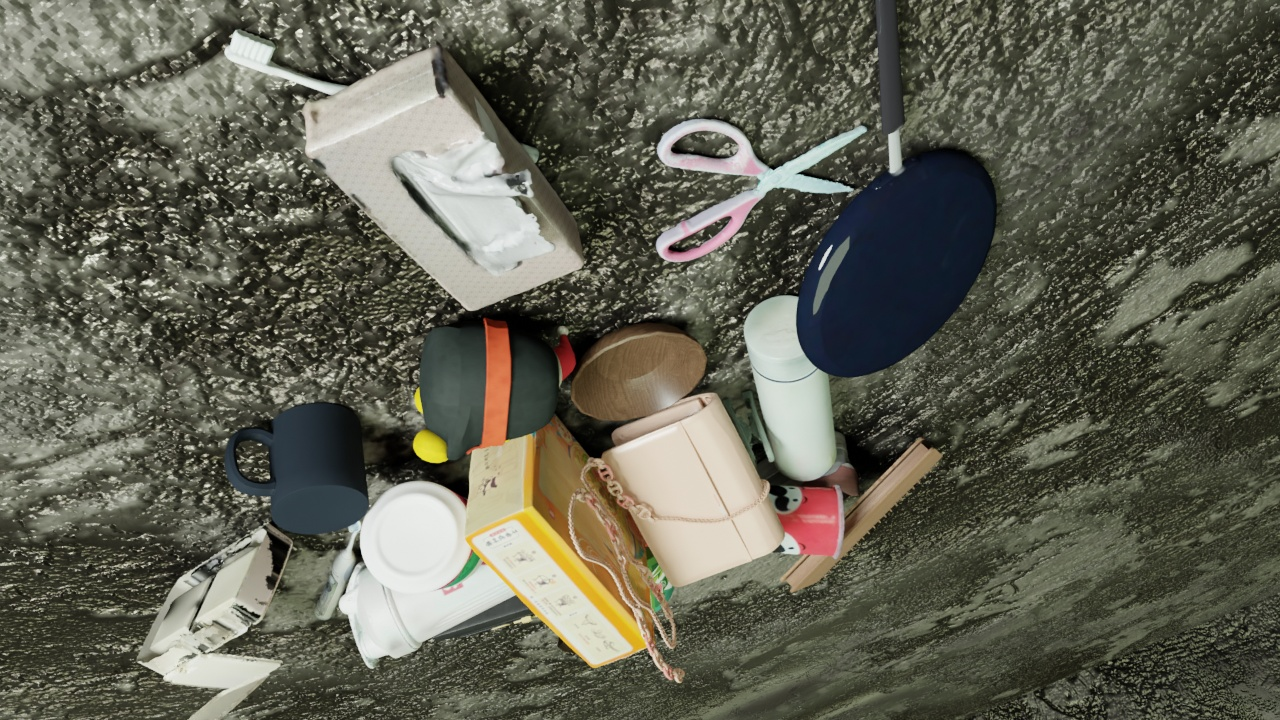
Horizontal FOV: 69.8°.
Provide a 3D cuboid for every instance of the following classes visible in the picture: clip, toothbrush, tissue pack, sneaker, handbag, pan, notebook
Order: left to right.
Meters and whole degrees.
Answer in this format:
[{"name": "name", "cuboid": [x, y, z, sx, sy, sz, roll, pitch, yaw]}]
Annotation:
[{"name": "toothbrush", "cuboid": [-0.296, 0.207, 0.910, 0.024, 0.022, 0.186, -12, 149, -39]}, {"name": "toothbrush", "cuboid": [-0.138, -0.147, 0.525, 0.186, 0.012, 0.017, 12, 130, -36]}, {"name": "tissue pack", "cuboid": [-0.104, -0.095, 0.549, 0.104, 0.071, 0.181, -18, 146, 12]}, {"name": "handbag", "cuboid": [-0.134, 0.272, 1.050, 0.175, 0.072, 0.196, -16, 155, -4]}, {"name": "handbag", "cuboid": [0.047, 0.146, 0.777, 0.117, 0.186, 0.199, -22, 107, 18]}, {"name": "clip", "cuboid": [0.103, 0.065, 0.857, 0.047, 0.076, 0.023, -22, 144, 5]}, {"name": "sneaker", "cuboid": [0.144, 0.175, 1.007, 0.099, 0.089, 0.237, 18, 130, -40]}, {"name": "notebook", "cuboid": [0.251, 0.172, 1.019, 0.210, 0.022, 0.169, -48, 159, 8]}, {"name": "pan", "cuboid": [0.187, -0.119, 0.664, 0.198, 0.021, 0.357, -33, 137, -12]}]

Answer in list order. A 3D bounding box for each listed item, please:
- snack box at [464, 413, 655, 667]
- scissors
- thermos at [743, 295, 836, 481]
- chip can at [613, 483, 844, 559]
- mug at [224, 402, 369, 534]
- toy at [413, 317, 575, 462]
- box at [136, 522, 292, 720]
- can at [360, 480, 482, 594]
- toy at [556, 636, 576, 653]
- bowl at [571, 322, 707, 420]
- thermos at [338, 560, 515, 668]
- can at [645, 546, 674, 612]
[{"name": "snack box", "cuboid": [-0.071, 0.146, 0.783, 0.081, 0.145, 0.195, -26, 124, 13]}, {"name": "scissors", "cuboid": [0.077, -0.132, 0.640, 0.173, 0.014, 0.158, -26, 144, 11]}, {"name": "thermos", "cuboid": [0.141, 0.033, 0.841, 0.068, 0.067, 0.230, -20, 143, 2]}, {"name": "chip can", "cuboid": [0.080, 0.155, 0.915, 0.233, 0.073, 0.073, 2, 143, 2]}, {"name": "mug", "cuboid": [-0.266, 0.082, 0.711, 0.105, 0.077, 0.071, 14, 133, -37]}, {"name": "toy", "cuboid": [-0.106, 0.018, 0.683, 0.119, 0.097, 0.100, 2, 122, -14]}, {"name": "box", "cuboid": [-0.354, 0.262, 0.789, 0.144, 0.193, 0.101, -31, 122, 24]}, {"name": "can", "cuboid": [-0.181, 0.154, 0.793, 0.088, 0.088, 0.166, -14, 169, -7]}, {"name": "toy", "cuboid": [-0.066, 0.330, 1.143, 0.076, 0.062, 0.100, -36, 179, -44]}, {"name": "bowl", "cuboid": [-0.005, 0.005, 0.767, 0.117, 0.030, 0.118, -12, 144, -9]}, {"name": "thermos", "cuboid": [-0.184, 0.216, 0.916, 0.220, 0.099, 0.099, -24, 145, -6]}, {"name": "can", "cuboid": [-0.004, 0.219, 1.005, 0.083, 0.083, 0.144, -14, 144, -7]}]
